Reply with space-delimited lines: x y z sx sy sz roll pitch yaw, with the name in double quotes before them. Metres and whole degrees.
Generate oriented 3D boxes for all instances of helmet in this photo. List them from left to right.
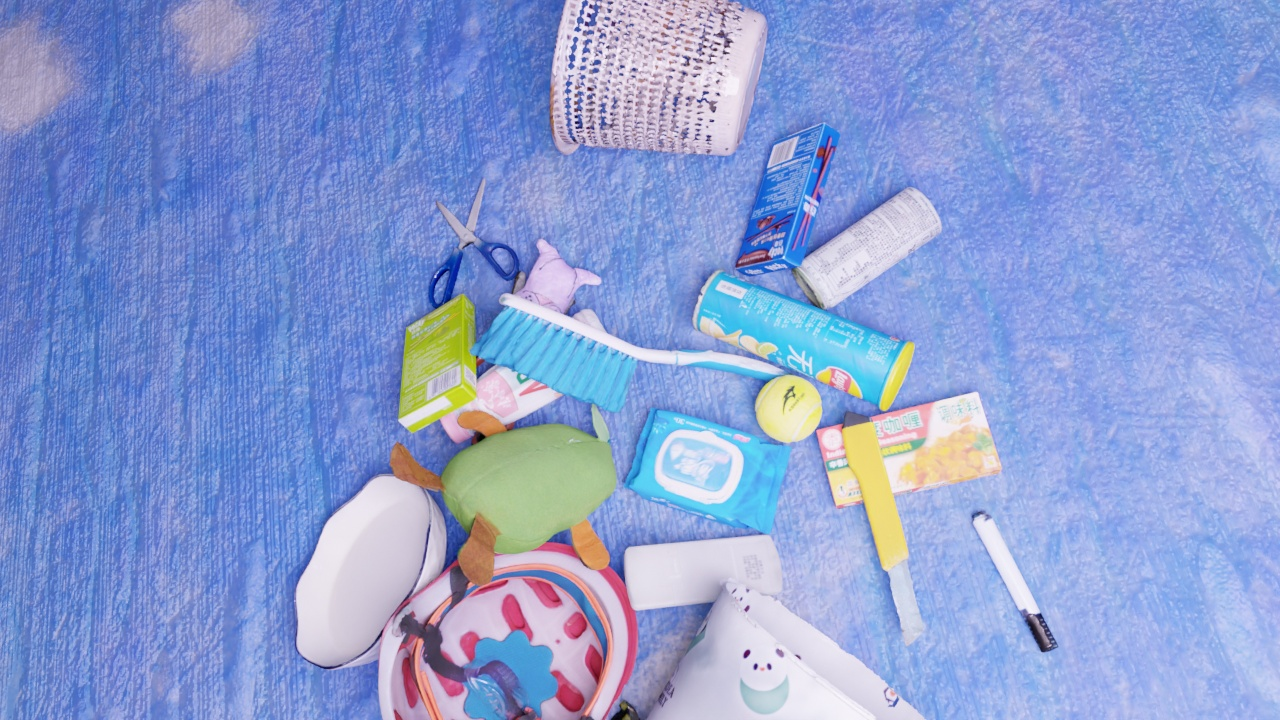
"helmet" -0.123 0.291 0.855 0.239 0.144 0.207 -31 70 -28

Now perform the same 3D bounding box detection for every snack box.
"snack box" -0.219 0.000 0.995 0.086 0.026 0.156 -29 40 14
"snack box" 0.153 -0.167 0.963 0.085 0.026 0.157 -4 64 60
"snack box" 0.254 0.087 0.876 0.156 0.027 0.077 -15 70 11

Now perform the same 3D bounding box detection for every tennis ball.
"tennis ball" 0.145 0.047 0.899 0.065 0.065 0.065 -5 71 14

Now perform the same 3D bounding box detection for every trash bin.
"trash bin" 0.027 -0.315 0.988 0.192 0.227 0.227 15 76 7
"trash bin" 0.090 0.347 0.741 0.229 0.229 0.252 35 90 23

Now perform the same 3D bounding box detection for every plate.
"plate" -0.272 0.215 0.934 0.205 0.045 0.204 -25 46 29

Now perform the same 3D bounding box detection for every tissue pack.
"tissue pack" 0.066 0.108 0.909 0.157 0.052 0.095 15 77 20

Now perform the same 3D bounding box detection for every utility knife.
"utility knife" 0.221 0.148 0.841 0.033 0.015 0.219 -14 68 10

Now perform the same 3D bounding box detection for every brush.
"brush" -0.005 0.005 0.918 0.314 0.060 0.109 23 85 -4

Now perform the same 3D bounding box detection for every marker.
"marker" 0.334 0.196 0.820 0.018 0.022 0.130 -27 68 12

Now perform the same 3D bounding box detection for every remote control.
"remote control" 0.059 0.199 0.864 0.150 0.021 0.058 -2 62 -13

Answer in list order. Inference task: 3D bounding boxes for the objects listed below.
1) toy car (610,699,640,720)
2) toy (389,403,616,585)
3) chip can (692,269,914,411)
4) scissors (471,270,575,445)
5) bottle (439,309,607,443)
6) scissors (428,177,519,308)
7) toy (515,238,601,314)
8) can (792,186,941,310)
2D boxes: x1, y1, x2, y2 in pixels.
"toy car" -0.015 0.341 0.835 0.035 0.090 0.042 39 82 4
"toy" -0.110 0.119 0.874 0.227 0.246 0.090 46 125 25
"chip can" 0.160 -0.023 0.916 0.210 0.071 0.071 24 80 22
"scissors" -0.162 0.004 1.028 0.226 0.015 0.189 -25 68 5
"bottle" -0.120 0.020 0.974 0.197 0.068 0.068 -31 67 -1
"scissors" -0.203 -0.134 1.083 0.162 0.012 0.175 22 82 30
"toy" -0.102 -0.069 1.013 0.084 0.039 0.108 30 76 -5
"can" 0.230 -0.113 0.932 0.147 0.058 0.058 -35 66 3
